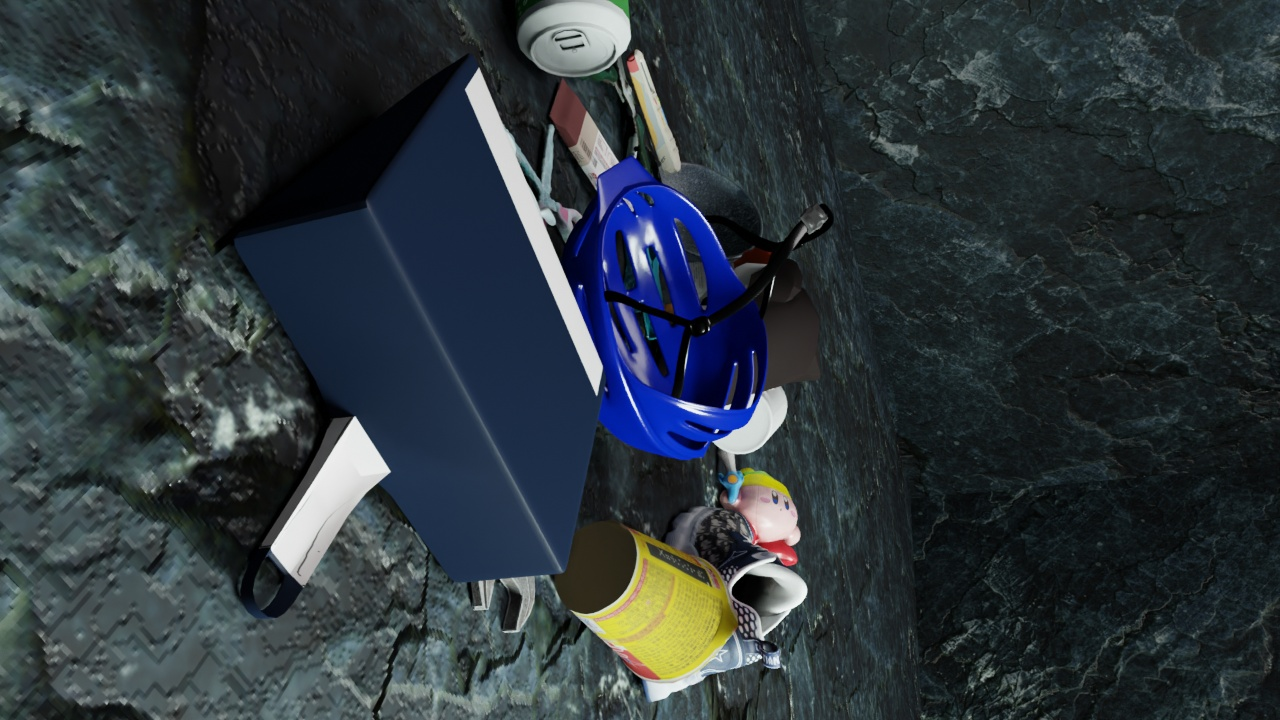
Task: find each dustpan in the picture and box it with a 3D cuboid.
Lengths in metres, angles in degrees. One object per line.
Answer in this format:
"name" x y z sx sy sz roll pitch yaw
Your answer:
"dustpan" -0.109 0.012 0.469 0.272 0.080 0.236 -80 155 -51

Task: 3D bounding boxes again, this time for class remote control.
"remote control" 0.014 -0.249 0.922 0.038 0.018 0.125 -66 137 -68

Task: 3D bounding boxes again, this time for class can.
"can" -0.055 -0.302 0.716 0.087 0.088 0.139 29 55 -65

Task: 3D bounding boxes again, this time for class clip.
"clip" -0.001 -0.088 0.869 0.097 0.026 0.116 41 44 -65

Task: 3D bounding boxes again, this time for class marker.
"marker" -0.010 -0.193 0.906 0.011 0.011 0.151 58 31 -48

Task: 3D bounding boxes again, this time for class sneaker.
"sneaker" 0.086 0.202 0.820 0.268 0.133 0.103 -40 117 -69

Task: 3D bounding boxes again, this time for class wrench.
"wrench" -0.064 0.071 0.644 0.272 0.010 0.070 -73 148 -51

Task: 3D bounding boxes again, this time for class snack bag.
"snack bag" -0.034 -0.170 0.808 0.158 0.013 0.056 53 36 -40

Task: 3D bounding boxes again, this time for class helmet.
"helmet" 0.047 -0.031 0.651 0.147 0.228 0.241 -41 115 -40

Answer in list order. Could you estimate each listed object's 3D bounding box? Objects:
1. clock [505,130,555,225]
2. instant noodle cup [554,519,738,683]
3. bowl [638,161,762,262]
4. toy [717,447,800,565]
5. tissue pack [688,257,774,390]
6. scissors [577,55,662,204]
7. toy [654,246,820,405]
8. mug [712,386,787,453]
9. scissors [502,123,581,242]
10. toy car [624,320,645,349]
"clock" -0.095 -0.073 0.573 0.119 0.043 0.094 -80 152 -43
"instant noodle cup" -0.005 0.168 0.662 0.112 0.101 0.100 44 41 -44
"bowl" 0.054 -0.140 0.964 0.057 0.137 0.136 119 -17 -50
"toy" 0.128 0.166 1.072 0.124 0.097 0.131 28 53 -16
"tissue pack" 0.093 -0.047 1.008 0.071 0.104 0.181 12 67 -53
"scissors" -0.022 -0.239 0.865 0.205 0.015 0.201 13 62 -66
"toy" 0.087 -0.009 0.846 0.140 0.159 0.183 46 34 10
"mug" 0.130 0.045 1.057 0.112 0.078 0.096 -63 167 16
"scissors" -0.068 -0.105 0.708 0.177 0.013 0.170 48 36 -55
"toy car" -0.005 0.005 0.806 0.039 0.027 0.089 72 11 -49
